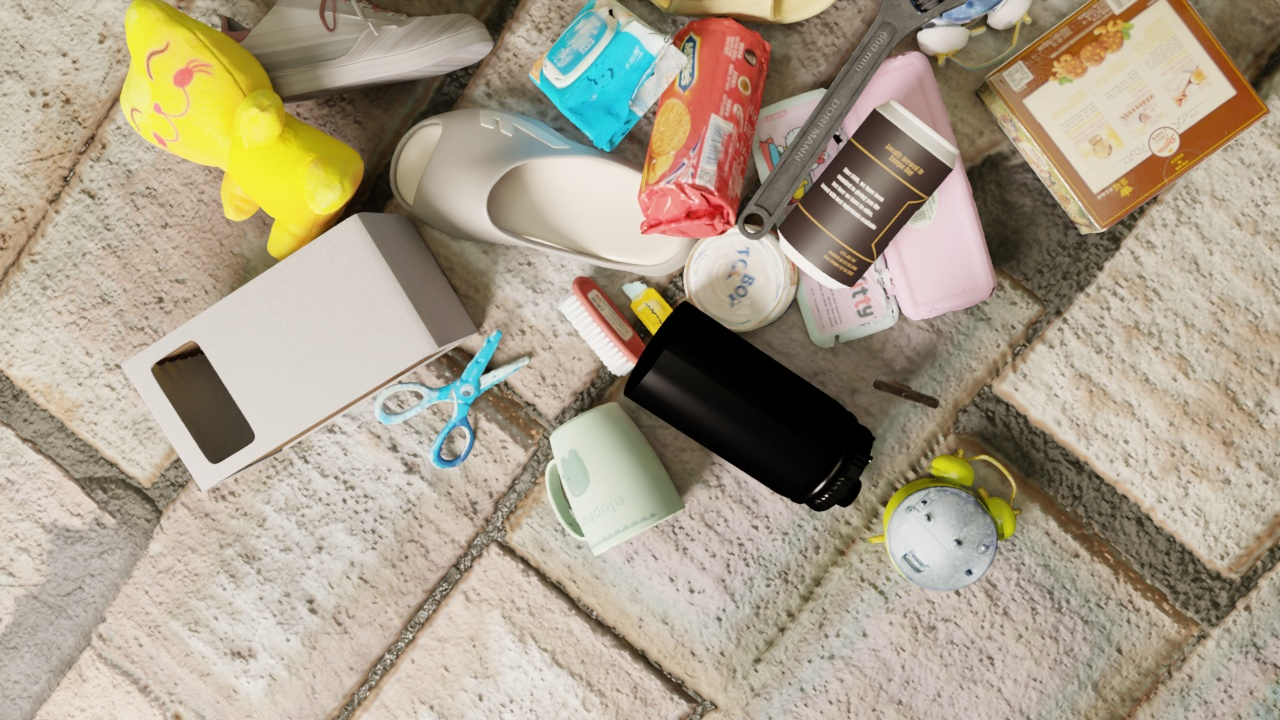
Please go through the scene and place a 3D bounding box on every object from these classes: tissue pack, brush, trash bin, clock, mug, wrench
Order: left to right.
[{"bbox_3d":[-0.268,-0.010,0.744,0.229,0.114,0.114,-30,94,9],"label":"trash bin"},{"bbox_3d":[-0.034,0.100,0.749,0.112,0.084,0.104,-36,78,37],"label":"mug"},{"bbox_3d":[-0.028,-0.222,0.693,0.093,0.144,0.061,-47,126,9],"label":"tissue pack"},{"bbox_3d":[-0.004,0.004,0.756,0.030,0.040,0.172,-40,91,26],"label":"brush"},{"bbox_3d":[0.154,-0.205,0.672,0.073,0.018,0.273,35,98,1],"label":"wrench"},{"bbox_3d":[0.193,0.022,0.674,0.045,0.143,0.008,19,95,14],"label":"brush"},{"bbox_3d":[0.242,0.125,0.719,0.119,0.057,0.083,-44,87,9],"label":"clock"},{"bbox_3d":[0.240,-0.280,0.689,0.089,0.052,0.125,-23,91,8],"label":"clock"}]

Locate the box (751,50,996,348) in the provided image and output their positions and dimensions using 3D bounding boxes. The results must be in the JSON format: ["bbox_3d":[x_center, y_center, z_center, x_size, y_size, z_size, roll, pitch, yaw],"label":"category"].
[{"bbox_3d":[0.178,-0.123,0.718,0.153,0.037,0.201,-18,91,16],"label":"box"}]

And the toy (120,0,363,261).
[{"bbox_3d":[-0.294,-0.175,0.687,0.194,0.087,0.135,40,140,-6],"label":"toy"}]

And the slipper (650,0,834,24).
[{"bbox_3d":[0.029,-0.302,0.685,0.261,0.111,0.079,15,55,12],"label":"slipper"}]

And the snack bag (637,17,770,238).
[{"bbox_3d":[0.050,-0.174,0.697,0.082,0.082,0.176,12,76,6],"label":"snack bag"}]

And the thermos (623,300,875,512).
[{"bbox_3d":[0.093,0.044,0.707,0.198,0.086,0.086,33,98,-8],"label":"thermos"}]

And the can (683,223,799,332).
[{"bbox_3d":[0.080,-0.065,0.727,0.086,0.043,0.086,2,97,20],"label":"can"}]

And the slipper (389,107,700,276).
[{"bbox_3d":[-0.082,-0.133,0.731,0.266,0.080,0.113,18,100,6],"label":"slipper"}]

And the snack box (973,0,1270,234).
[{"bbox_3d":[0.356,-0.194,0.686,0.143,0.041,0.147,-37,89,9],"label":"snack box"}]

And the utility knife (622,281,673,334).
[{"bbox_3d":[0.039,-0.003,0.759,0.030,0.017,0.159,-39,86,-2],"label":"utility knife"}]

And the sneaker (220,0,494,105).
[{"bbox_3d":[-0.237,-0.264,0.733,0.236,0.099,0.089,-7,105,11],"label":"sneaker"}]

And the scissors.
[{"bbox_3d":[-0.147,0.037,0.775,0.139,0.013,0.118,-28,121,-12],"label":"scissors"}]

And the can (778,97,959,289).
[{"bbox_3d":[0.163,-0.118,0.667,0.072,0.071,0.129,39,111,3],"label":"can"}]
